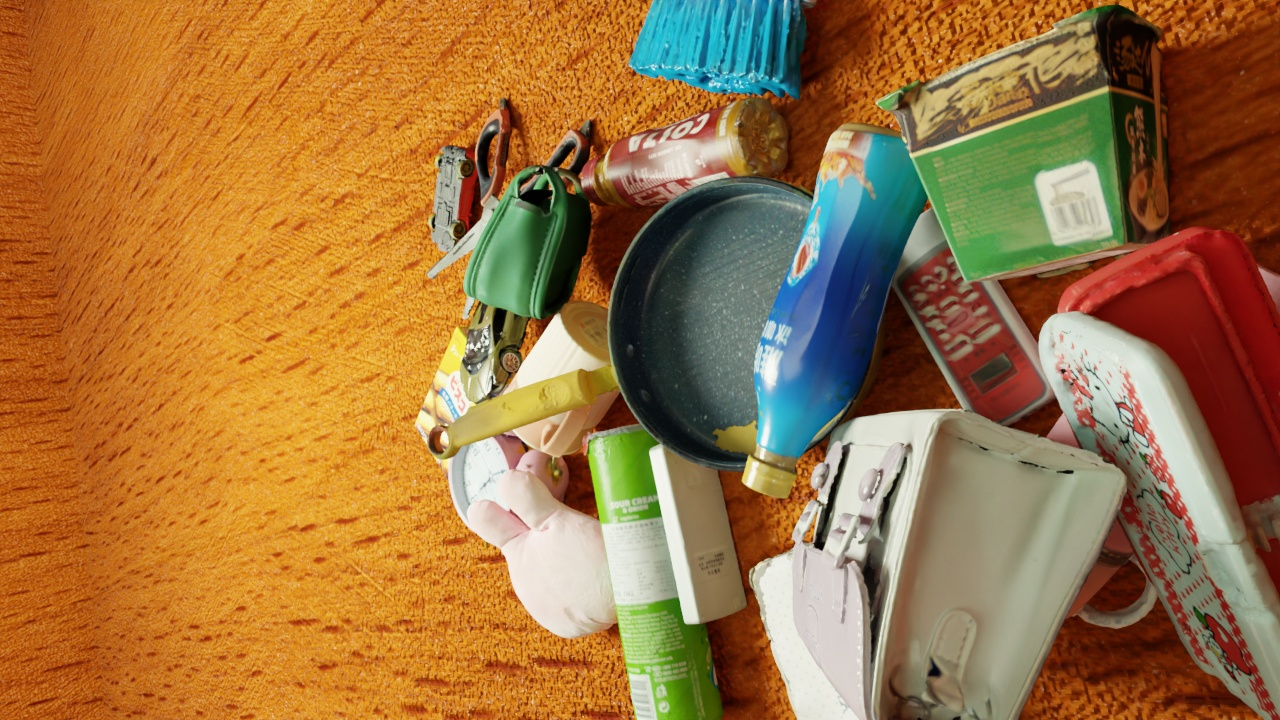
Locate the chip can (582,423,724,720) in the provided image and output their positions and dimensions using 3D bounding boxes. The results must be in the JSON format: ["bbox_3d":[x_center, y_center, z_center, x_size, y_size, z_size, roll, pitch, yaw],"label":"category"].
[{"bbox_3d":[0.009,0.167,0.712,0.072,0.072,0.236,-17,81,45],"label":"chip can"}]

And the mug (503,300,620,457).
[{"bbox_3d":[-0.057,0.023,0.752,0.106,0.081,0.114,-54,20,31],"label":"mug"}]

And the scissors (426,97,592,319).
[{"bbox_3d":[-0.124,-0.144,0.837,0.189,0.015,0.222,1,77,40],"label":"scissors"}]

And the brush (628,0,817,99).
[{"bbox_3d":[0.012,-0.270,0.700,0.315,0.060,0.109,25,104,45],"label":"brush"}]

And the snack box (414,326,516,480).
[{"bbox_3d":[-0.177,0.045,0.928,0.087,0.033,0.141,51,124,31],"label":"snack box"}]

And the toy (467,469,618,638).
[{"bbox_3d":[-0.075,0.166,0.786,0.122,0.054,0.159,-40,91,28],"label":"toy"}]

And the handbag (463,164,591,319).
[{"bbox_3d":[-0.084,-0.097,0.735,0.068,0.131,0.120,18,101,5],"label":"handbag"}]

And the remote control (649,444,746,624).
[{"bbox_3d":[0.043,0.125,0.687,0.019,0.056,0.135,-21,78,45],"label":"remote control"}]

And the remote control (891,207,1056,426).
[{"bbox_3d":[0.192,-0.025,0.547,0.056,0.020,0.136,-42,64,40],"label":"remote control"}]

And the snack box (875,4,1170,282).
[{"bbox_3d":[0.205,-0.098,0.463,0.118,0.117,0.105,-15,86,44],"label":"snack box"}]

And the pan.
[{"bbox_3d":[-0.004,0.004,0.651,0.358,0.078,0.197,-24,77,29],"label":"pan"}]

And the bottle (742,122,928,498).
[{"bbox_3d":[0.108,-0.025,0.538,0.065,0.065,0.219,24,98,43],"label":"bottle"}]

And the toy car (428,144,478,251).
[{"bbox_3d":[-0.187,-0.162,0.924,0.049,0.031,0.106,24,109,43],"label":"toy car"}]

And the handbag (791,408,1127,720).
[{"bbox_3d":[0.132,0.101,0.454,0.098,0.197,0.145,15,85,3],"label":"handbag"}]

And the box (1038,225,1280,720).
[{"bbox_3d":[0.244,0.056,0.372,0.095,0.101,0.201,-28,105,17],"label":"box"}]

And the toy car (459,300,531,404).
[{"bbox_3d":[-0.126,-0.034,0.829,0.070,0.042,0.157,-15,54,49],"label":"toy car"}]

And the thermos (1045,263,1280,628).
[{"bbox_3d":[0.252,0.044,0.453,0.087,0.067,0.199,30,111,15],"label":"thermos"}]

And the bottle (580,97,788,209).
[{"bbox_3d":[0.025,-0.148,0.685,0.175,0.057,0.057,-3,90,46],"label":"bottle"}]

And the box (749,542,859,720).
[{"bbox_3d":[0.143,0.203,0.587,0.090,0.061,0.184,-32,72,43],"label":"box"}]

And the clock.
[{"bbox_3d":[-0.119,0.099,0.850,0.159,0.059,0.117,-47,61,35],"label":"clock"}]
